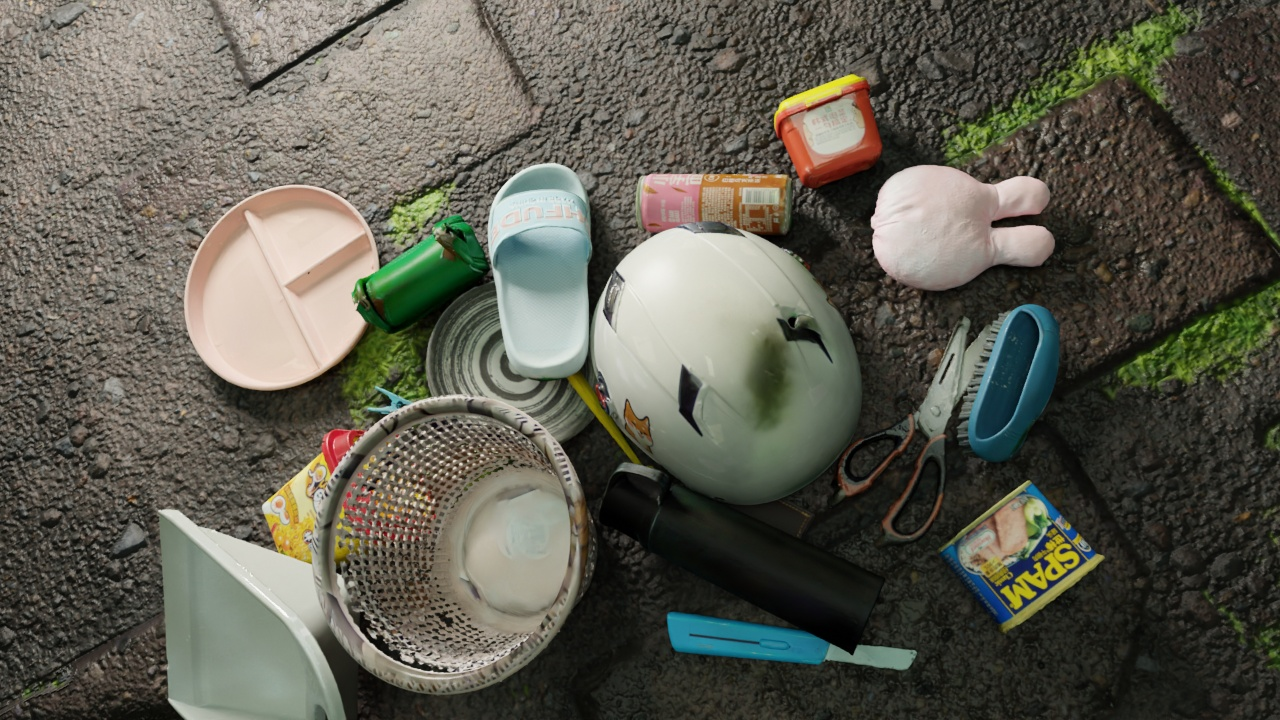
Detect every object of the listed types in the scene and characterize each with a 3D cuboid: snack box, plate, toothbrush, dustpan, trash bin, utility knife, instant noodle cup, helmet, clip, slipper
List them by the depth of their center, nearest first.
[{"bbox_3d":[-0.131,0.158,0.788,0.228,0.192,0.227,-3,76,12],"label":"trash bin"},{"bbox_3d":[0.070,-0.012,0.791,0.230,0.157,0.274,-34,76,-4],"label":"helmet"},{"bbox_3d":[-0.343,0.278,0.799,0.258,0.142,0.223,9,108,7],"label":"dustpan"},{"bbox_3d":[0.129,0.248,0.803,0.216,0.018,0.034,3,77,12],"label":"utility knife"},{"bbox_3d":[-0.039,0.045,0.870,0.015,0.017,0.190,-32,79,-23],"label":"toothbrush"},{"bbox_3d":[0.181,-0.215,0.874,0.091,0.082,0.080,-19,83,8],"label":"snack box"},{"bbox_3d":[-0.281,0.140,0.876,0.124,0.116,0.116,-33,72,15],"label":"instant noodle cup"},{"bbox_3d":[-0.095,-0.096,0.878,0.104,0.074,0.245,-3,61,-6],"label":"slipper"},{"bbox_3d":[-0.118,0.006,0.892,0.179,0.024,0.179,4,68,-11],"label":"plate"},{"bbox_3d":[-0.251,0.046,0.937,0.055,0.013,0.038,14,80,17],"label":"clip"},{"bbox_3d":[-0.383,-0.078,0.989,0.230,0.028,0.229,-3,77,11],"label":"plate"}]

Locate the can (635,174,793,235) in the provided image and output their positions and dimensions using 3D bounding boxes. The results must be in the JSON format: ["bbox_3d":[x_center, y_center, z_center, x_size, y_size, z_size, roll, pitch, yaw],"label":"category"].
[{"bbox_3d":[0.072,-0.152,0.892,0.147,0.058,0.058,3,77,13],"label":"can"}]

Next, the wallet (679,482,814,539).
[{"bbox_3d":[0.083,0.153,0.836,0.122,0.020,0.096,27,80,17],"label":"wallet"}]

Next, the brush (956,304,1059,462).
[{"bbox_3d":[0.321,0.019,0.785,0.055,0.073,0.143,24,83,-10],"label":"brush"}]

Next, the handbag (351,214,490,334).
[{"bbox_3d":[-0.218,-0.087,0.904,0.131,0.120,0.068,-33,92,1],"label":"handbag"}]

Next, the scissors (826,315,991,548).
[{"bbox_3d":[0.245,0.058,0.825,0.204,0.015,0.202,-14,74,9],"label":"scissors"}]

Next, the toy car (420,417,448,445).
[{"bbox_3d":[-0.173,0.052,0.907,0.090,0.035,0.042,-28,71,2],"label":"toy car"}]

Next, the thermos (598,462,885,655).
[{"bbox_3d":[0.081,0.158,0.776,0.243,0.090,0.068,23,57,18],"label":"thermos"}]

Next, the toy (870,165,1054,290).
[{"bbox_3d":[0.293,-0.123,0.840,0.159,0.054,0.121,0,78,7],"label":"toy"}]

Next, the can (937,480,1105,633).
[{"bbox_3d":[0.313,0.162,0.764,0.102,0.057,0.083,-38,70,1],"label":"can"}]
